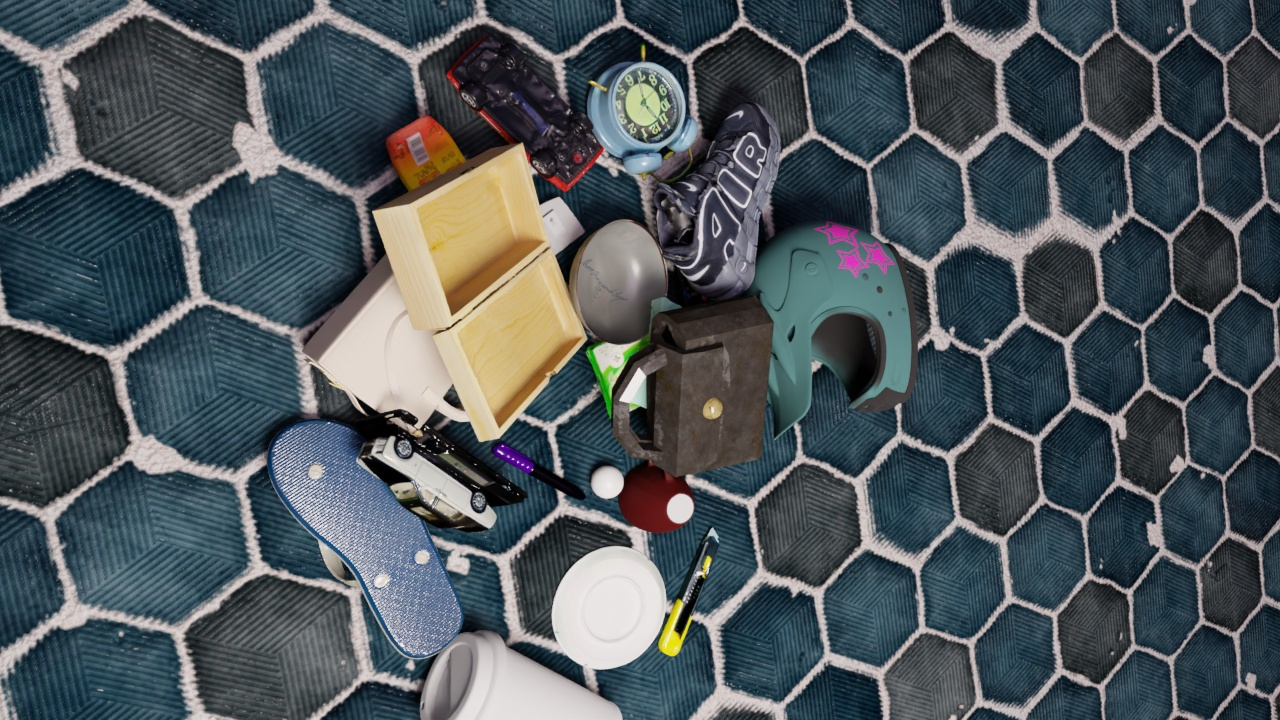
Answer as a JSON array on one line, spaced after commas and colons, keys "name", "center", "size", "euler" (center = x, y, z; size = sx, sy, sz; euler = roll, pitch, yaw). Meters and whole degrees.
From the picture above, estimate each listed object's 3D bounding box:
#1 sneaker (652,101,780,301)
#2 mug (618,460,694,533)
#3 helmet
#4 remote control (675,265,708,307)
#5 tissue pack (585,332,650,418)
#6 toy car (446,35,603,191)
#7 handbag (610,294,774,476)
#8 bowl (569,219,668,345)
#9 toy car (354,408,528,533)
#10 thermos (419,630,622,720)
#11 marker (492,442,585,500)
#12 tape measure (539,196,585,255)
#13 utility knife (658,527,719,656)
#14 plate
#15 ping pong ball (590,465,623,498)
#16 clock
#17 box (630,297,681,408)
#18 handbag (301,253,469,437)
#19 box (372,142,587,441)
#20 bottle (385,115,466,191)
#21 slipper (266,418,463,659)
[{"name": "sneaker", "center": [0.078, -0.209, 1.104], "size": [0.150, 0.097, 0.252], "euler": [18, 81, -47]}, {"name": "mug", "center": [0.028, 0.162, 1.133], "size": [0.087, 0.088, 0.114], "euler": [-7, 95, -24]}, {"name": "helmet", "center": [0.219, -0.042, 1.144], "size": [0.200, 0.177, 0.274], "euler": [-1, 70, -13]}, {"name": "remote control", "center": [0.057, -0.140, 1.167], "size": [0.045, 0.021, 0.140], "euler": [-20, 103, -40]}, {"name": "tissue pack", "center": [-0.007, 0.007, 1.142], "size": [0.113, 0.034, 0.099], "euler": [-24, 103, -19]}, {"name": "toy car", "center": [-0.131, -0.285, 1.058], "size": [0.189, 0.056, 0.081], "euler": [43, 74, -13]}, {"name": "handbag", "center": [0.054, 0.039, 1.053], "size": [0.199, 0.102, 0.197], "euler": [-13, 118, -28]}, {"name": "bowl", "center": [-0.037, -0.093, 1.099], "size": [0.150, 0.057, 0.151], "euler": [-4, 96, -45]}, {"name": "toy car", "center": [-0.222, 0.132, 0.989], "size": [0.191, 0.094, 0.071], "euler": [44, 48, -34]}, {"name": "thermos", "center": [-0.130, 0.405, 1.063], "size": [0.221, 0.132, 0.131], "euler": [33, 79, -30]}, {"name": "marker", "center": [-0.120, 0.135, 1.105], "size": [0.134, 0.015, 0.018], "euler": [32, 105, -22]}, {"name": "tape measure", "center": [-0.106, -0.159, 1.095], "size": [0.060, 0.020, 0.062], "euler": [-40, 107, -17]}, {"name": "utility knife", "center": [0.067, 0.301, 1.197], "size": [0.028, 0.020, 0.172], "euler": [26, 81, -25]}, {"name": "plate", "center": [-0.036, 0.312, 1.153], "size": [0.156, 0.014, 0.157], "euler": [-1, 93, -25]}, {"name": "ping pong ball", "center": [-0.041, 0.149, 1.128], "size": [0.040, 0.040, 0.040], "euler": [-1, 93, -24]}, {"name": "clock", "center": [0.007, -0.291, 1.118], "size": [0.118, 0.060, 0.162], "euler": [-43, 112, -18]}, {"name": "box", "center": [0.071, 0.016, 1.143], "size": [0.186, 0.052, 0.138], "euler": [24, 72, -39]}, {"name": "handbag", "center": [-0.234, -0.010, 1.014], "size": [0.194, 0.101, 0.198], "euler": [-52, 123, -13]}, {"name": "box", "center": [-0.153, -0.082, 0.972], "size": [0.253, 0.068, 0.246], "euler": [67, 27, -18]}, {"name": "bottle", "center": [-0.223, -0.201, 1.024], "size": [0.071, 0.048, 0.134], "euler": [-37, 106, -18]}, {"name": "slipper", "center": [-0.295, 0.191, 1.006], "size": [0.118, 0.060, 0.295], "euler": [-33, 95, -22]}]
